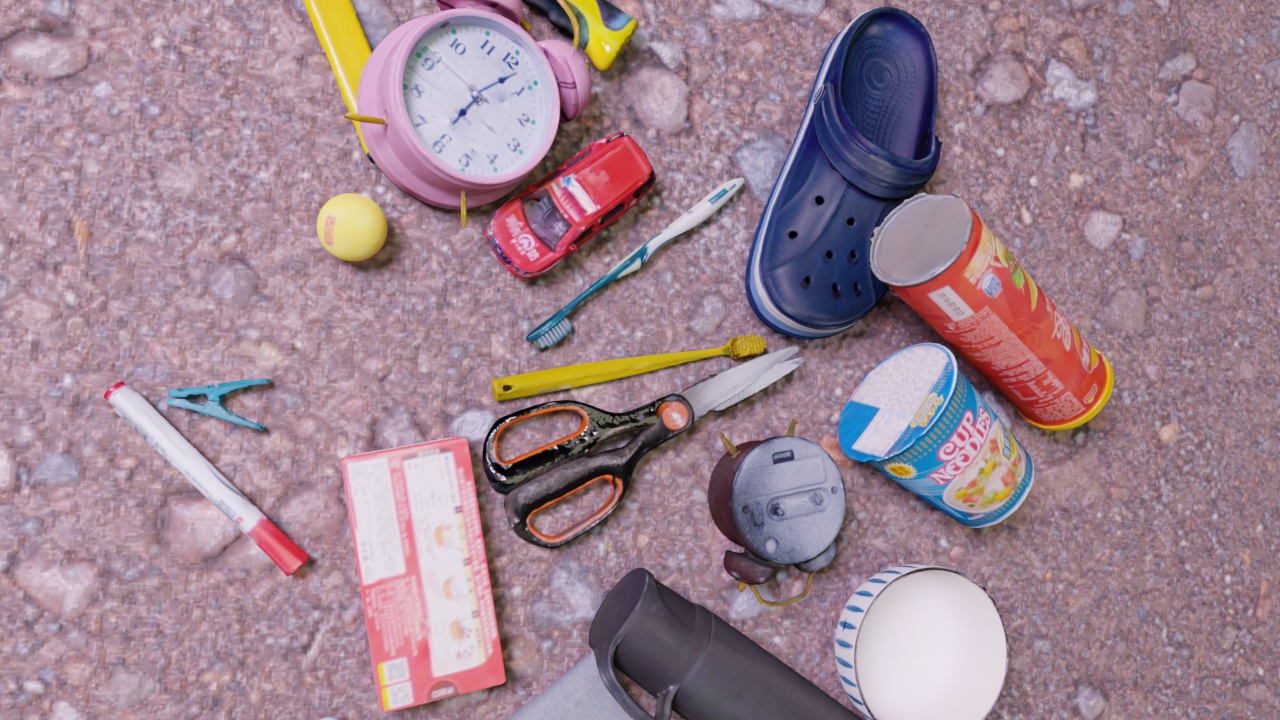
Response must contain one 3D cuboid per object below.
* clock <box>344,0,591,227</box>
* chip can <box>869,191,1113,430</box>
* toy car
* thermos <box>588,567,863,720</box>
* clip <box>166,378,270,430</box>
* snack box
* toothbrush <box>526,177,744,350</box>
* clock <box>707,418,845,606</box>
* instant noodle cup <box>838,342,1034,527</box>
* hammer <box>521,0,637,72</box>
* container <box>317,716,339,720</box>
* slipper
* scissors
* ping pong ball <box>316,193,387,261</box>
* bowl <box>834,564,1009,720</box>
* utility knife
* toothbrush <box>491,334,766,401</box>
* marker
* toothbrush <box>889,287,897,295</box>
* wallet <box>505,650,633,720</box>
[{"bbox_3d":[-0.095,-0.168,0.557,0.117,0.060,0.158,42,71,-24],"label":"clock"},{"bbox_3d":[0.241,-0.027,0.620,0.216,0.073,0.073,32,77,-35],"label":"chip can"},{"bbox_3d":[-0.044,-0.101,0.588,0.120,0.045,0.053,-40,97,-14],"label":"toy car"},{"bbox_3d":[0.074,0.234,0.585,0.242,0.069,0.089,37,42,-11],"label":"thermos"},{"bbox_3d":[-0.245,0.024,0.533,0.055,0.013,0.034,10,83,-19],"label":"clip"},{"bbox_3d":[-0.131,0.127,0.555,0.075,0.025,0.153,-9,90,-19],"label":"snack box"},{"bbox_3d":[0.001,-0.067,0.615,0.191,0.016,0.018,-38,108,-16],"label":"toothbrush"},{"bbox_3d":[0.090,0.103,0.610,0.082,0.055,0.122,-9,90,-18],"label":"clock"},{"bbox_3d":[0.211,0.058,0.636,0.110,0.099,0.099,37,76,-19],"label":"instant noodle cup"},{"bbox_3d":[-0.138,-0.301,0.577,0.323,0.032,0.126,34,78,-12],"label":"hammer"},{"bbox_3d":[-0.189,0.274,0.496,0.089,0.090,0.111,-20,95,-18],"label":"container"},{"bbox_3d":[0.156,-0.131,0.628,0.105,0.095,0.252,22,77,-12],"label":"slipper"},{"bbox_3d":[0.004,0.028,0.598,0.139,0.022,0.234,45,79,-7],"label":"scissors"},{"bbox_3d":[-0.172,-0.079,0.547,0.040,0.040,0.040,1,86,-17],"label":"ping pong ball"},{"bbox_3d":[0.182,0.195,0.627,0.116,0.066,0.116,1,86,-16],"label":"bowl"},{"bbox_3d":[-0.181,-0.198,0.565,0.033,0.015,0.176,-23,93,-26],"label":"utility knife"},{"bbox_3d":[-0.004,0.004,0.607,0.190,0.017,0.015,-10,90,-18],"label":"toothbrush"},{"bbox_3d":[-0.248,0.068,0.527,0.017,0.017,0.145,-45,99,-15],"label":"marker"},{"bbox_3d":[0.202,-0.136,0.681,0.016,0.016,0.180,11,83,-14],"label":"toothbrush"},{"bbox_3d":[-0.050,0.263,0.566,0.129,0.037,0.106,-35,96,-16],"label":"wallet"}]
